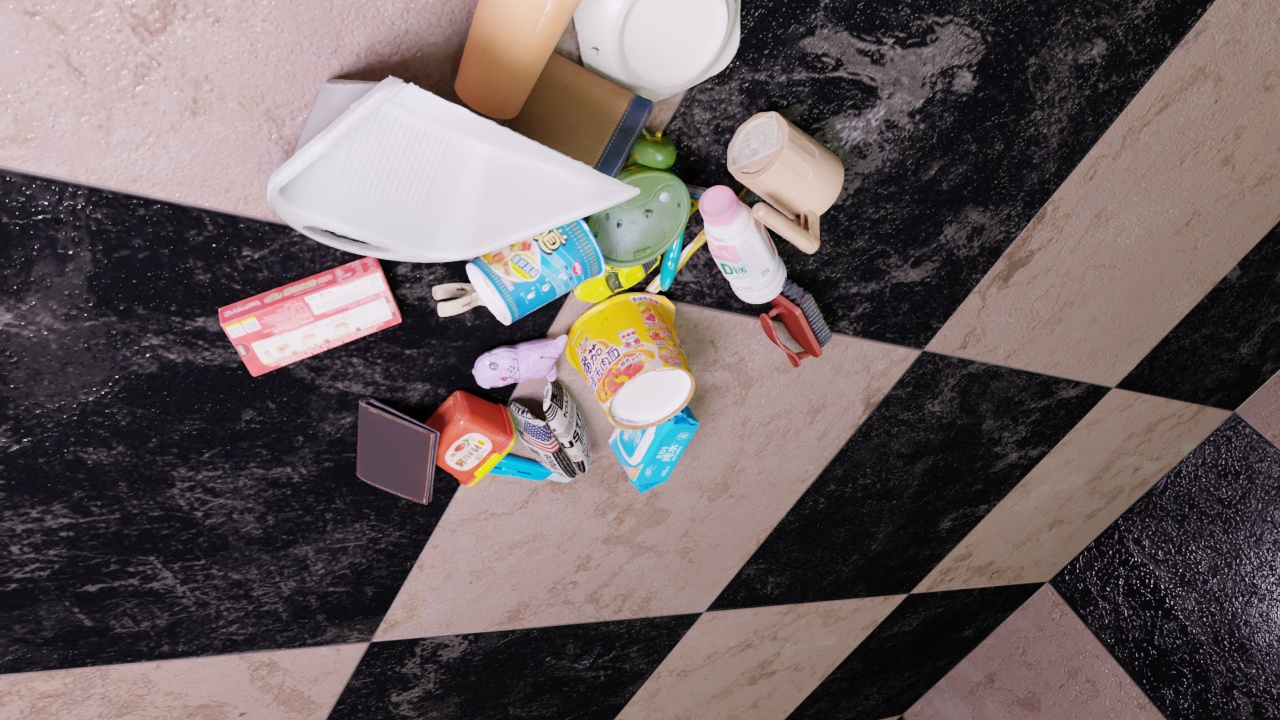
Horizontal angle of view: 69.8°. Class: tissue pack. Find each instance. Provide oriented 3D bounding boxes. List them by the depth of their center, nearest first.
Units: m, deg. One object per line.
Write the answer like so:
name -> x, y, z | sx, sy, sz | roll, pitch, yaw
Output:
tissue pack -> 0.014, 0.094, 1.195 | 0.063, 0.090, 0.140 | 3, 130, -35

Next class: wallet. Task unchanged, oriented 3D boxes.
wallet -> -0.058, -0.219, 0.829 | 0.115, 0.033, 0.090 | 23, 117, -17
wallet -> -0.274, 0.104, 1.027 | 0.096, 0.020, 0.123 | 22, 131, 5

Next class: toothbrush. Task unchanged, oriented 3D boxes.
toothbrush -> 0.070, -0.134, 1.046 | 0.192, 0.018, 0.016 | -45, 138, 16

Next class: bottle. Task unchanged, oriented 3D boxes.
bottle -> 0.111, -0.128, 1.015 | 0.068, 0.068, 0.197 | -36, 152, 5

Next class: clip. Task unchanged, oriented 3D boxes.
clip -> -0.153, -0.062, 0.936 | 0.104, 0.083, 0.035 | -24, 142, -28

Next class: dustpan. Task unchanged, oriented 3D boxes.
dustpan -> -0.177, -0.130, 0.752 | 0.222, 0.258, 0.143 | 16, 98, -43

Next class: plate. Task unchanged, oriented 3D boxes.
plate -> 0.023, -0.303, 0.825 | 0.163, 0.034, 0.164 | -25, 140, -9

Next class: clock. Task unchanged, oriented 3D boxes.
clock -> -0.014, -0.168, 0.925 | 0.116, 0.056, 0.161 | -23, 140, -13

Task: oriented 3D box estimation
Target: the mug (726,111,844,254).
mug -> 0.152, -0.187, 0.969 | 0.084, 0.124, 0.103 | -13, 156, 41

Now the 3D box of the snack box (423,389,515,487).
snack box -> -0.201, 0.085, 1.058 | 0.091, 0.082, 0.080 | -45, 126, 14

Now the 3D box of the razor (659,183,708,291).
razor -> 0.042, -0.135, 1.019 | 0.043, 0.028, 0.133 | 9, 127, -10

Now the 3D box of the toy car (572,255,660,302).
toy car -> -0.026, -0.096, 1.013 | 0.105, 0.032, 0.048 | -29, 142, -1

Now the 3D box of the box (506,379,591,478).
box -> -0.116, 0.094, 1.142 | 0.088, 0.076, 0.163 | -10, 145, 8

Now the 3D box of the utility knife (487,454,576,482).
utility knife -> -0.154, 0.140, 1.191 | 0.191, 0.018, 0.034 | 19, 119, -46

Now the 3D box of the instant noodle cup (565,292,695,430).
instant noodle cup -> -0.006, 0.006, 1.064 | 0.138, 0.109, 0.138 | -16, 142, -14

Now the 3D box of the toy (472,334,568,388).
toy -> -0.139, 0.005, 1.040 | 0.107, 0.039, 0.084 | -13, 146, -24

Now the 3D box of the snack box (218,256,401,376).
snack box -> -0.314, -0.043, 0.882 | 0.152, 0.025, 0.075 | -22, 141, -12

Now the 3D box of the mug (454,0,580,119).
mug -> -0.106, -0.265, 0.751 | 0.078, 0.078, 0.123 | 4, 134, -36

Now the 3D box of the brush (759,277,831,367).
brush -> 0.201, -0.042, 1.198 | 0.069, 0.063, 0.146 | -45, 143, -2

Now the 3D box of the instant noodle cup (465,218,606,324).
instant noodle cup -> -0.106, -0.093, 0.892 | 0.109, 0.099, 0.099 | -36, 143, -16
